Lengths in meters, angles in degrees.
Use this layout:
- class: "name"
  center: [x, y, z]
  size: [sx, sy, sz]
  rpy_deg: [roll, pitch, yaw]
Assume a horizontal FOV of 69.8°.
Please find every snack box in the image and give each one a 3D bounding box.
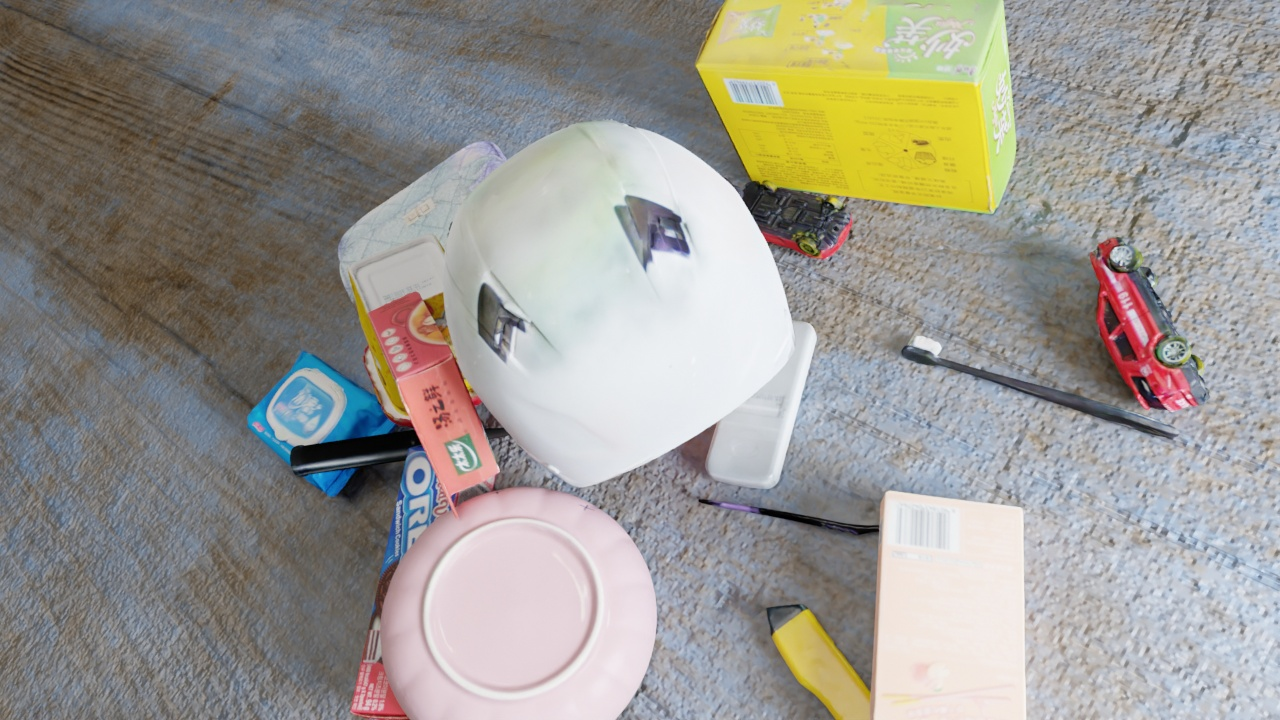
- class: "snack box"
  center: [0.166, -0.192, 0.694]
  size: [0.210, 0.157, 0.070]
  rpy_deg: [13, 71, 30]
- class: "snack box"
  center: [-0.159, 0.166, 0.694]
  size: [0.057, 0.058, 0.207]
  rpy_deg: [-5, 59, 18]
- class: "snack box"
  center: [0.182, 0.159, 0.543]
  size: [0.084, 0.026, 0.157]
  rpy_deg: [7, 66, 8]
- class: "snack box"
  center: [-0.147, 0.029, 0.664]
  size: [0.044, 0.113, 0.127]
  rpy_deg: [-24, 38, -13]

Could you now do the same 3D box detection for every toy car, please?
- class: "toy car"
  center: [0.119, -0.115, 0.748]
  size: [0.106, 0.031, 0.049]
  rpy_deg: [23, 72, 32]
- class: "toy car"
  center: [0.320, -0.023, 0.588]
  size: [0.045, 0.053, 0.120]
  rpy_deg: [-27, 56, 31]

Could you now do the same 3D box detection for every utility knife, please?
- class: "utility knife"
  center: [0.139, 0.228, 0.546]
  size: [0.033, 0.015, 0.206]
  rpy_deg: [-37, 53, -1]

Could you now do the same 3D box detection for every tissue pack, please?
- class: "tissue pack"
  center: [-0.291, 0.052, 0.824]
  size: [0.157, 0.052, 0.095]
  rpy_deg: [27, 75, 34]

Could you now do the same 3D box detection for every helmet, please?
- class: "helmet"
  center: [-0.036, -0.062, 0.593]
  size: [0.229, 0.146, 0.258]
  rpy_deg: [-29, 53, 7]

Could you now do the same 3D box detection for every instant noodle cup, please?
- class: "instant noodle cup"
  center: [-0.179, -0.027, 0.759]
  size: [0.116, 0.124, 0.116]
  rpy_deg: [-24, 50, -13]

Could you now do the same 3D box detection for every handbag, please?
- class: "handbag"
  center: [-0.190, -0.114, 0.863]
  size: [0.194, 0.075, 0.134]
  rpy_deg: [-35, 53, 3]

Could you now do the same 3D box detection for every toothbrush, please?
- class: "toothbrush"
  center: [-0.179, 0.067, 0.753]
  size: [0.212, 0.027, 0.026]
  rpy_deg: [-9, 49, 2]
- class: "toothbrush"
  center: [0.125, 0.112, 0.623]
  size: [0.189, 0.014, 0.016]
  rpy_deg: [5, 76, 27]
- class: "toothbrush"
  center: [0.262, 0.017, 0.615]
  size: [0.181, 0.016, 0.018]
  rpy_deg: [22, 64, 34]

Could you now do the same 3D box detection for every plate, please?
- class: "plate"
  center: [-0.085, 0.171, 0.627]
  size: [0.192, 0.039, 0.192]
  rpy_deg: [0, 61, 0]

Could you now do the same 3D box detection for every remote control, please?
- class: "remote control"
  center: [0.091, 0.030, 0.683]
  size: [0.056, 0.020, 0.135]
  rpy_deg: [7, 64, 27]
